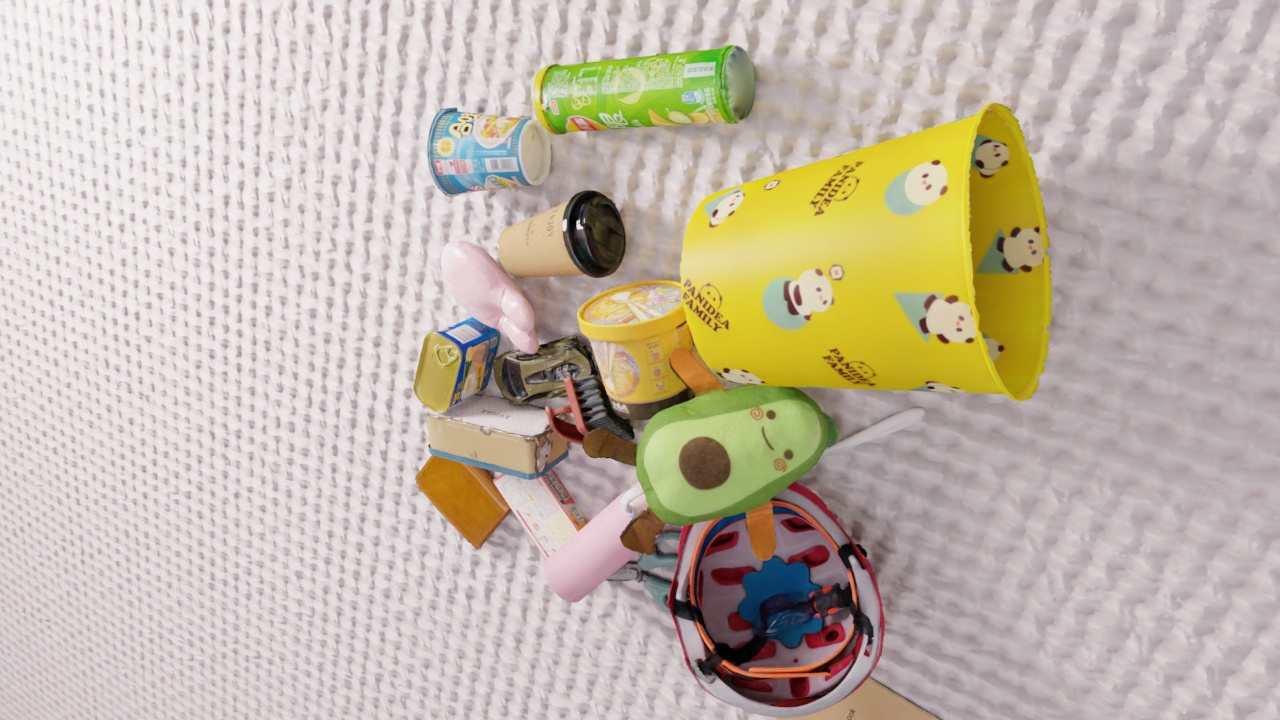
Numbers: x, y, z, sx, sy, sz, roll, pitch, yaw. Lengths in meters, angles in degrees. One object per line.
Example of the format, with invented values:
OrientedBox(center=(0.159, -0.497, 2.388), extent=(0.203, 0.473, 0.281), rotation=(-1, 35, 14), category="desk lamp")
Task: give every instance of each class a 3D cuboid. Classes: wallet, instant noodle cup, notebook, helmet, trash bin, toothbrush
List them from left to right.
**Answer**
OrientedBox(center=(-0.242, 0.182, 1.229), extent=(0.130, 0.035, 0.119), rotation=(46, 124, 10), category="wallet")
OrientedBox(center=(-0.161, -0.227, 1.002), extent=(0.110, 0.099, 0.099), rotation=(6, 111, 21), category="instant noodle cup")
OrientedBox(center=(0.004, -0.009, 0.950), extent=(0.119, 0.118, 0.114), rotation=(2, 119, 29), category="instant noodle cup")
OrientedBox(center=(0.143, 0.250, 0.961), extent=(0.207, 0.144, 0.239), rotation=(-17, 63, 10), category="helmet")
OrientedBox(center=(0.211, 0.085, 0.946), extent=(0.181, 0.016, 0.016), rotation=(-29, 94, 32), category="toothbrush")
OrientedBox(center=(0.189, -0.076, 0.784), extent=(0.256, 0.228, 0.230), rotation=(-4, 106, 37), category="trash bin")
OrientedBox(center=(0.264, 0.431, 1.045), extent=(0.208, 0.008, 0.148), rotation=(28, 119, 19), category="notebook")

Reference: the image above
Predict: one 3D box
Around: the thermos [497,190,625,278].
OrientedBox(center=(-0.086, -0.130, 0.997), extent=(0.143, 0.092, 0.093), rotation=(-5, 105, 39), category="thermos")

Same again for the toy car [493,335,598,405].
OrientedBox(center=(-0.117, 0.016, 1.095), extent=(0.158, 0.042, 0.070), rotation=(-12, 101, 35), category="toy car")

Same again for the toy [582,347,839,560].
OrientedBox(center=(0.074, 0.095, 0.904), extent=(0.247, 0.090, 0.227), rotation=(-23, 98, 4), category="toy")

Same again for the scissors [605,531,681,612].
OrientedBox(center=(0.016, 0.246, 1.115), extent=(0.180, 0.019, 0.144), rotation=(10, 113, 28), category="scissors")

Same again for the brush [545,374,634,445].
OrientedBox(center=(-0.055, 0.068, 1.022), extent=(0.069, 0.146, 0.063), rotation=(-21, 67, 8), category="brush")

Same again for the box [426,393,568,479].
OrientedBox(center=(-0.181, 0.089, 1.129), extent=(0.184, 0.089, 0.061), rotation=(9, 113, 30), category="box")

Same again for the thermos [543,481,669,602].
OrientedBox(center=(-0.034, 0.204, 1.072), extent=(0.199, 0.087, 0.067), rotation=(-43, 57, 24), category="thermos")

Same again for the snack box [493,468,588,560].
OrientedBox(center=(-0.116, 0.198, 1.167), extent=(0.077, 0.026, 0.156), rotation=(-34, 89, 34), category="snack box")

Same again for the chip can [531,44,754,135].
OrientedBox(center=(0.003, -0.264, 0.902), extent=(0.222, 0.072, 0.073), rotation=(5, 110, 29), category="chip can")

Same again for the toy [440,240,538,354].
OrientedBox(center=(-0.173, -0.073, 1.065), extent=(0.159, 0.054, 0.121), rotation=(42, 156, 20), category="toy")

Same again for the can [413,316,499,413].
OrientedBox(center=(-0.224, 0.004, 1.124), extent=(0.057, 0.083, 0.102), rotation=(30, 120, 17), category="can")
